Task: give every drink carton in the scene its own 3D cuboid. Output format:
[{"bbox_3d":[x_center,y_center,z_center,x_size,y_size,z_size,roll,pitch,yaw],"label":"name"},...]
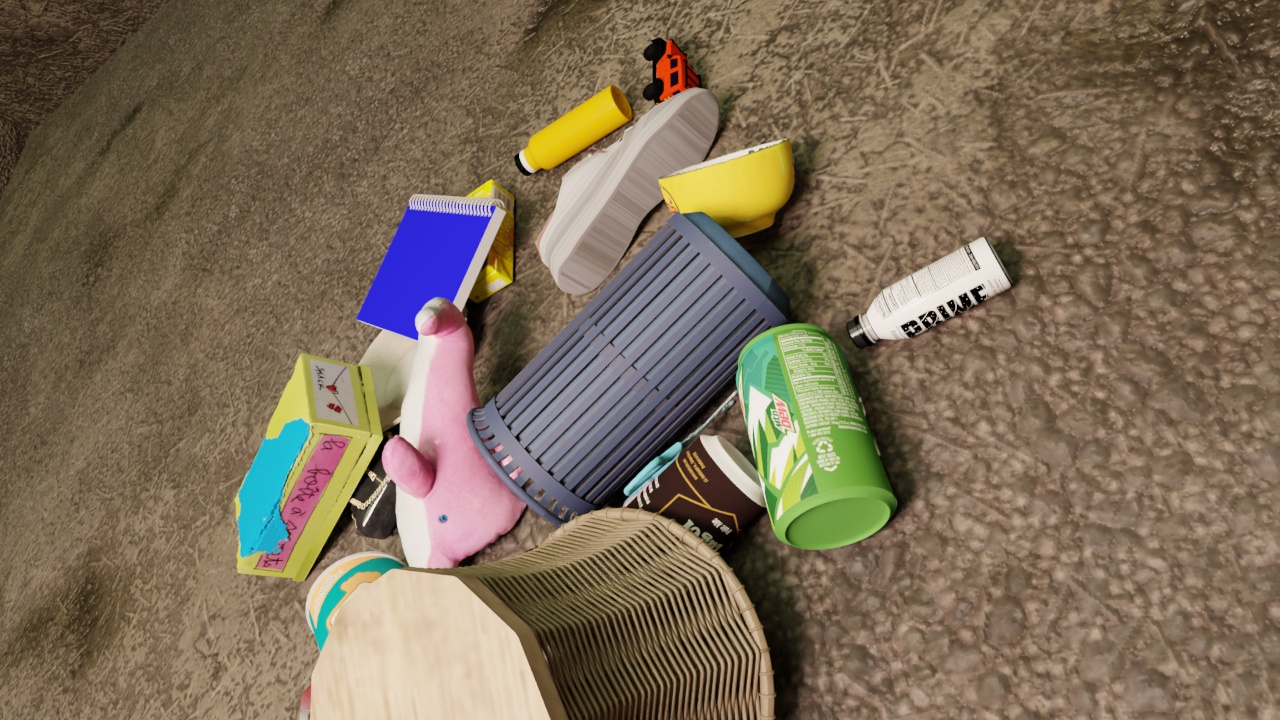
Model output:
[{"bbox_3d":[-0.176,-0.134,1.038,0.059,0.043,0.134,-27,49,28],"label":"drink carton"}]

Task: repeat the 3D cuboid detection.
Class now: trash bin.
[{"bbox_3d":[-0.004,0.004,0.740,0.250,0.139,0.139,-45,44,6],"label":"trash bin"}]

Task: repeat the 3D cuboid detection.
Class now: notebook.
[{"bbox_3d":[-0.240,-0.107,1.037,0.209,0.022,0.171,15,80,50],"label":"notebook"}]

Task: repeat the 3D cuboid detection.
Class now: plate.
[{"bbox_3d":[-0.252,0.006,1.013,0.189,0.027,0.188,-27,42,26],"label":"plate"}]

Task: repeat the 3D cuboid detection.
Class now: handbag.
[{"bbox_3d":[-0.258,0.125,0.946,0.079,0.054,0.128,20,80,56],"label":"handbag"}]

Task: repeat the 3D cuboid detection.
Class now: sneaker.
[{"bbox_3d":[-0.025,-0.180,0.900,0.236,0.099,0.089,-50,58,6],"label":"sneaker"}]

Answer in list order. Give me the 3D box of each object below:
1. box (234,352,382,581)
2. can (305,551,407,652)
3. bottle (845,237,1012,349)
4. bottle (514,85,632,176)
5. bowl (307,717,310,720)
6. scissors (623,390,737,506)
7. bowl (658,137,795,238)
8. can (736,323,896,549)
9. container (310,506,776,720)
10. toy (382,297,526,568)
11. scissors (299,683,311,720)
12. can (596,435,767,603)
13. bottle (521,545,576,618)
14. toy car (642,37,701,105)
[{"bbox_3d":[-0.354,0.115,0.965,0.221,0.079,0.124,-59,37,23],"label":"box"},{"bbox_3d":[-0.221,0.242,0.782,0.099,0.099,0.144,-54,35,-1],"label":"can"},{"bbox_3d":[0.204,-0.044,0.663,0.116,0.041,0.041,-29,49,23],"label":"bottle"},{"bbox_3d":[-0.079,-0.253,1.029,0.144,0.043,0.043,-25,50,26],"label":"bottle"},{"bbox_3d":[-0.247,0.338,0.794,0.119,0.032,0.119,-20,34,14],"label":"bowl"},{"bbox_3d":[0.026,0.070,0.710,0.015,0.118,0.139,41,102,14],"label":"scissors"},{"bbox_3d":[0.080,-0.143,0.795,0.117,0.067,0.117,-17,12,4],"label":"bowl"},{"bbox_3d":[0.119,0.051,0.644,0.083,0.083,0.144,-29,49,23],"label":"can"},{"bbox_3d":[-0.061,0.211,0.563,0.227,0.195,0.226,-3,85,34],"label":"container"},{"bbox_3d":[-0.160,0.074,0.843,0.128,0.187,0.265,-2,83,-2],"label":"toy"},{"bbox_3d":[-0.312,0.326,0.883,0.189,0.015,0.140,-45,46,8],"label":"scissors"},{"bbox_3d":[0.030,0.119,0.685,0.129,0.072,0.072,-44,44,9],"label":"can"},{"bbox_3d":[-0.110,0.197,0.764,0.105,0.056,0.056,-29,49,23],"label":"bottle"},{"bbox_3d":[0.036,-0.291,0.951,0.049,0.051,0.100,-22,53,32],"label":"toy car"}]
